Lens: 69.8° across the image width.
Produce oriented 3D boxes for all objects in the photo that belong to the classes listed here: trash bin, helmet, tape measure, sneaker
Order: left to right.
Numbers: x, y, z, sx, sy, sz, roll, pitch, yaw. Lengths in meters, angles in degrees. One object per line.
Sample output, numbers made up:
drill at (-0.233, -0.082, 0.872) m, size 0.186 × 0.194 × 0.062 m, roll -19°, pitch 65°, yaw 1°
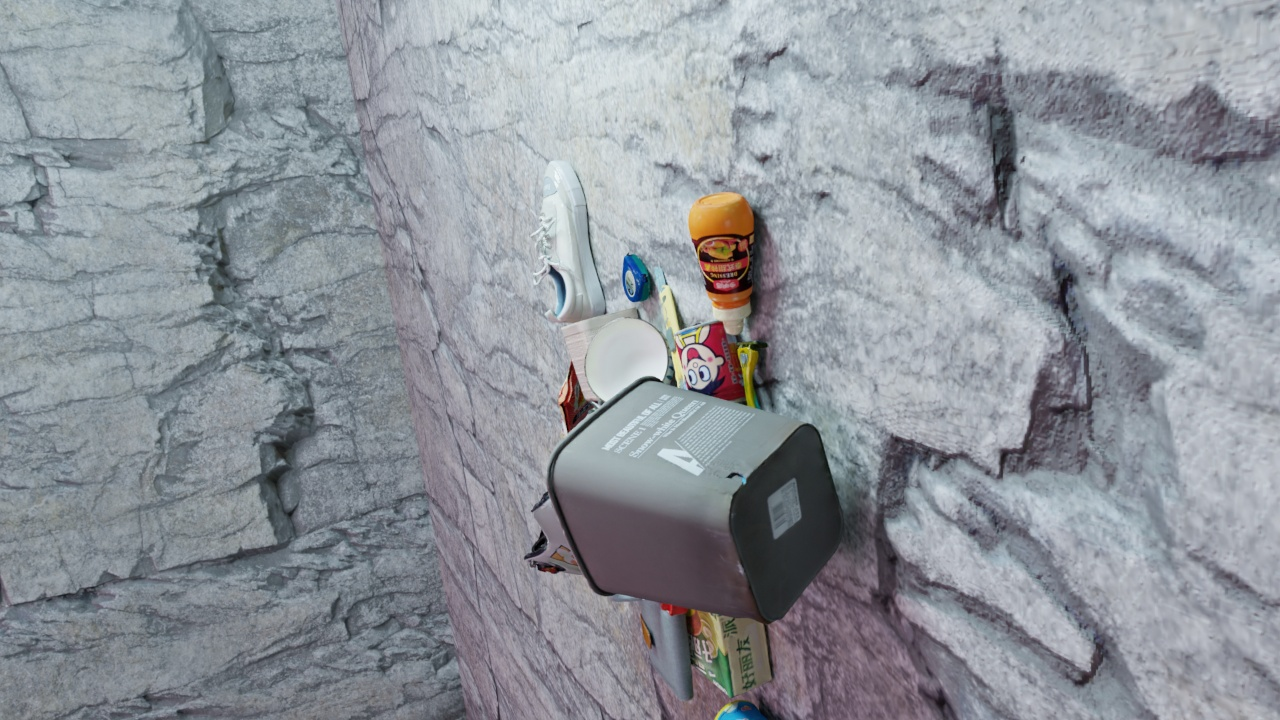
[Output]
sneaker at (-0.124, -0.171, 1.349) m, size 0.090 × 0.090 × 0.242 m, roll -10°, pitch 92°, yaw 66°
helmet at (-0.047, 0.198, 1.262) m, size 0.157 × 0.229 × 0.275 m, roll 24°, pitch 142°, yaw 5°
tape measure at (-0.004, -0.104, 1.198) m, size 0.055 × 0.025 × 0.058 m, roll 98°, pitch 153°, yaw -42°
trash bin at (0.060, 0.139, 0.913) m, size 0.220 × 0.198 × 0.199 m, roll 5°, pitch 124°, yaw 45°

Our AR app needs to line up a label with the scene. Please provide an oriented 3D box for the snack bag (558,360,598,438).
snack bag at (-0.091, 0.071, 1.377) m, size 0.208 × 0.073 × 0.128 m, roll 87°, pitch -163°, yaw -50°

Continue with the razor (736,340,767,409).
razor at (0.128, 0.044, 0.980) m, size 0.043 × 0.028 × 0.132 m, roll -5°, pitch 99°, yaw 63°

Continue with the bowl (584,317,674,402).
bowl at (-0.007, 0.007, 1.182) m, size 0.066 × 0.117 × 0.116 m, roll 23°, pitch -136°, yaw -66°

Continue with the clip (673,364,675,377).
clip at (0.061, 0.014, 1.123) m, size 0.058 × 0.037 × 0.026 m, roll -154°, pitch 61°, yaw -64°

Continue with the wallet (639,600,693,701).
wallet at (0.028, 0.360, 1.189) m, size 0.107 × 0.037 × 0.130 m, roll 24°, pitch 125°, yaw 60°

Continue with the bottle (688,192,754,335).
bottle at (0.090, -0.096, 0.954) m, size 0.067 × 0.066 × 0.150 m, roll 35°, pitch 140°, yaw 57°

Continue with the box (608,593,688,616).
box at (0.003, 0.202, 1.103) m, size 0.094 × 0.100 × 0.201 m, roll -130°, pitch 36°, yaw -84°

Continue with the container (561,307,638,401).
container at (-0.044, -0.006, 1.262) m, size 0.090 × 0.090 × 0.111 m, roll -10°, pitch 96°, yaw 66°

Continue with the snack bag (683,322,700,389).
snack bag at (0.066, 0.007, 1.072) m, size 0.045 × 0.026 × 0.105 m, roll 157°, pitch 120°, yaw -64°

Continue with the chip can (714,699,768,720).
chip can at (0.165, 0.477, 1.060) m, size 0.210 × 0.071 × 0.071 m, roll 22°, pitch 121°, yaw 62°

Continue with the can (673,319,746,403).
can at (0.080, 0.007, 1.014) m, size 0.067 × 0.066 × 0.093 m, roll -24°, pitch 80°, yaw 66°

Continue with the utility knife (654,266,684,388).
utility knife at (0.040, -0.039, 1.131) m, size 0.031 × 0.019 × 0.182 m, roll -43°, pitch 48°, yaw 53°

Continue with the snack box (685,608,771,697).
snack box at (0.076, 0.328, 1.190) m, size 0.240 × 0.063 × 0.114 m, roll 15°, pitch 117°, yaw 63°
